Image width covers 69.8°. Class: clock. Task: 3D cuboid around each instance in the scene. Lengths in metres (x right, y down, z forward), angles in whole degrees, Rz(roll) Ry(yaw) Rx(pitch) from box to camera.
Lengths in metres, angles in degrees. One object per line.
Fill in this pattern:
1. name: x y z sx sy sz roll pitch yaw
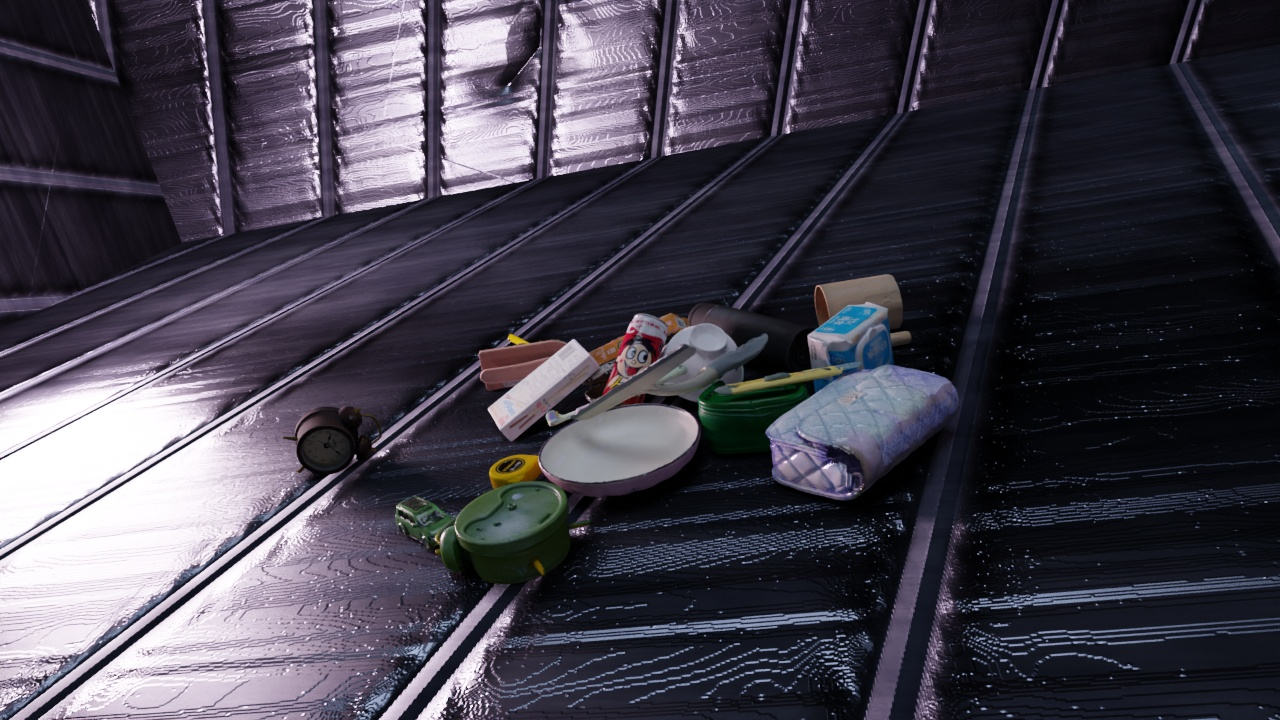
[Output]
1. clock: -0.410 0.105 1.235 0.122 0.082 0.055 -17 26 -9
2. clock: -0.141 0.176 0.945 0.161 0.056 0.115 1 24 30

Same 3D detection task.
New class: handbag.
1. handbag: 0.136 0.056 1.081 0.131 0.068 0.120 -7 21 11
2. handbag: 0.233 0.071 0.981 0.193 0.076 0.134 -30 28 -37

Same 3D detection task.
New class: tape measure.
1. tape measure: -0.149 0.136 1.086 0.057 0.029 0.059 1 25 28

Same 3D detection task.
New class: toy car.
1. toy car: -0.238 0.179 1.021 0.043 0.036 0.091 -28 30 -38

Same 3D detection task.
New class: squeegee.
1. squeegee: 0.075 0.012 1.102 0.245 0.039 0.247 -18 -10 -39

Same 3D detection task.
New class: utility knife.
1. utility knife: 0.173 0.022 1.052 0.177 0.019 0.031 -6 18 -9

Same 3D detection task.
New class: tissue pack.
1. tissue pack: 0.264 -0.009 1.142 0.063 0.090 0.139 7 28 41

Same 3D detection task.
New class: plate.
1. plate: -0.022 0.109 1.071 0.192 0.039 0.192 -10 21 4

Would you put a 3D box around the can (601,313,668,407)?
1. can: -0.007 0.007 1.205 0.053 0.053 0.132 5 65 37

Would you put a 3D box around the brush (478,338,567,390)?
1. brush: -0.167 0.006 1.380 0.146 0.063 0.073 -9 18 3

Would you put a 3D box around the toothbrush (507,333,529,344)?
1. toothbrush: -0.179 -0.017 1.505 0.016 0.016 0.190 -29 26 -22

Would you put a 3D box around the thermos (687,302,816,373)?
1. thermos: 0.166 -0.041 1.302 0.089 0.068 0.243 -27 25 -22

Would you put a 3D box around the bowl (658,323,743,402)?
1. bowl: 0.083 -0.009 1.206 0.118 0.065 0.118 4 49 -4

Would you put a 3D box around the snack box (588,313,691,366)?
1. snack box: -0.005 -0.021 1.299 0.154 0.026 0.075 -26 -14 18

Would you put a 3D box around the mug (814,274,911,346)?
1. mug: 0.309 -0.061 1.280 0.103 0.084 0.124 -11 46 0

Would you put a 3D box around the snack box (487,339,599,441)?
1. snack box: -0.132 0.038 1.247 0.156 0.027 0.085 -40 26 -4

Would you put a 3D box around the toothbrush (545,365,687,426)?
1. toothbrush: -0.028 0.042 1.151 0.189 0.020 0.029 -20 23 -10

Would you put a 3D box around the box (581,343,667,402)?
1. box: -0.006 0.006 1.271 0.163 0.077 0.075 -20 14 -15
